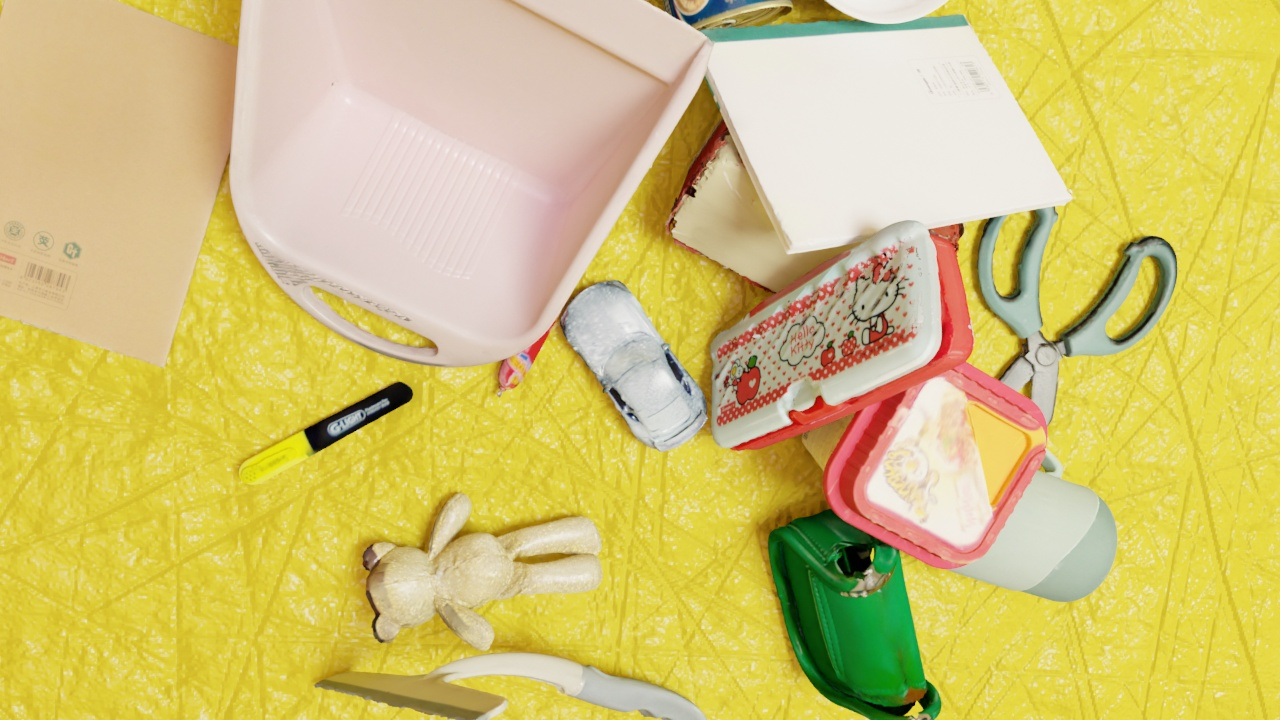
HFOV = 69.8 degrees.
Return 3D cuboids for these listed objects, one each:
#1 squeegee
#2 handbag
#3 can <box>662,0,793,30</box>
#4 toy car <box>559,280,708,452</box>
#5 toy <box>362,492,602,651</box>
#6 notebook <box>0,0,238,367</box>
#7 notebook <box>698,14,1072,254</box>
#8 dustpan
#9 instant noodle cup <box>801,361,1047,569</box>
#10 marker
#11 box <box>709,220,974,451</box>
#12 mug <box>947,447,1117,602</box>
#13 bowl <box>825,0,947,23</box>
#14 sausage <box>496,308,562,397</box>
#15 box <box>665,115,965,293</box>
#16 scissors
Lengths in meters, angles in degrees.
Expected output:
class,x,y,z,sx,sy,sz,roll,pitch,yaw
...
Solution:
class,x,y,z,sx,sy,sz,roll,pitch,yaw
squeegee,-0.050,0.213,0.596,0.246,0.247,0.039,19,67,-31
handbag,0.139,0.166,0.600,0.068,0.120,0.131,-17,99,-8
can,0.042,-0.256,0.551,0.075,0.075,0.111,-16,99,-4
toy car,-0.004,0.004,0.605,0.054,0.037,0.120,-35,97,1
toy,-0.101,0.139,0.606,0.157,0.066,0.105,-9,66,-8
notebook,-0.338,-0.116,0.567,0.148,0.008,0.208,19,96,-9
notebook,0.146,-0.143,0.545,0.208,0.012,0.150,-12,69,-23
dustpan,-0.116,-0.101,0.496,0.222,0.274,0.138,25,70,-6
instant noodle cup,0.168,0.051,0.582,0.116,0.124,0.117,28,95,-13
marker,-0.205,0.047,0.601,0.124,0.015,0.018,-28,103,-3
box,0.100,-0.008,0.534,0.048,0.202,0.087,5,69,-27
mug,0.258,0.101,0.628,0.106,0.082,0.111,18,65,-8
bowl,0.141,-0.261,0.565,0.118,0.065,0.118,-1,96,-7
sausage,-0.057,-0.044,0.601,0.020,0.020,0.156,26,95,-9
box,0.107,-0.078,0.563,0.168,0.092,0.079,27,54,-9
scissors,0.307,-0.035,0.639,0.177,0.019,0.174,-5,97,-6
